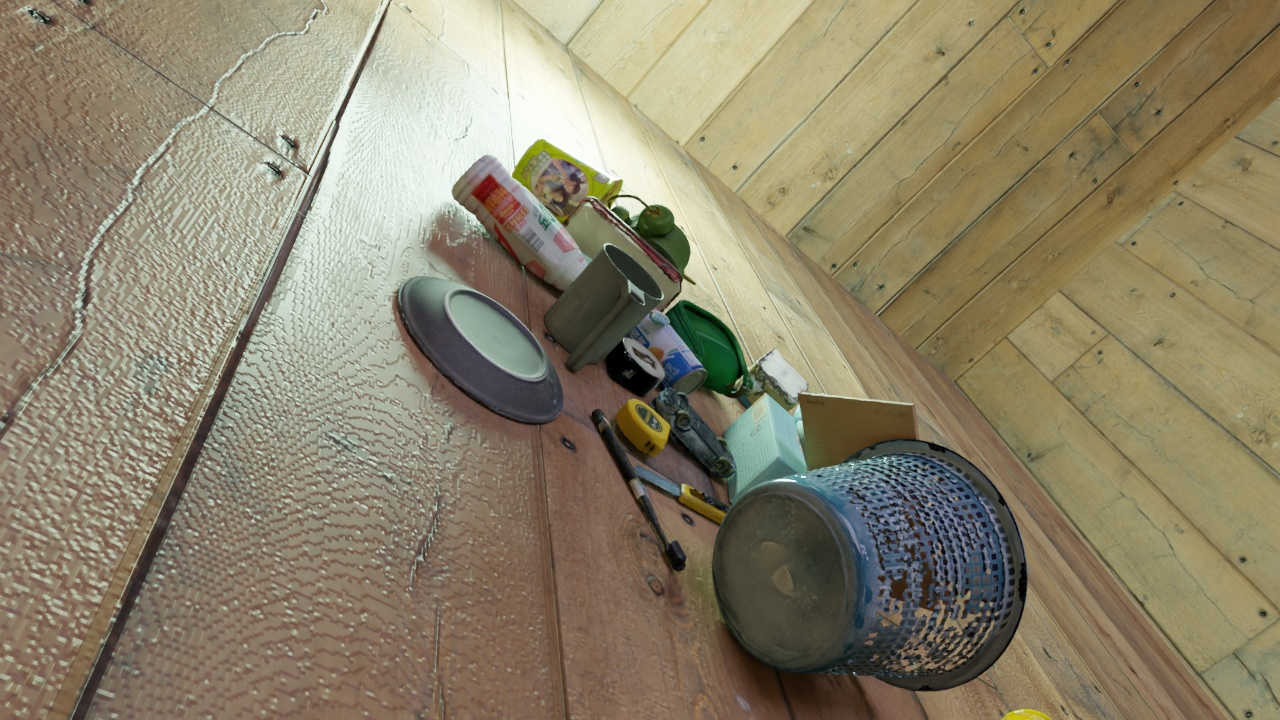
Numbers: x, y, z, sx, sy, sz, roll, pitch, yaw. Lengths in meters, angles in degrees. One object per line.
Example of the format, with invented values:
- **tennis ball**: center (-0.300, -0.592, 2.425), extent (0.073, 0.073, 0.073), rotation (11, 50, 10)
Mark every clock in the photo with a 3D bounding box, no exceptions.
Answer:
- **clock**: center (0.006, -0.156, 1.233), extent (0.056, 0.116, 0.161), rotation (-60, 138, -34)

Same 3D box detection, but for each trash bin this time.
- **trash bin**: center (0.176, 0.176, 0.781), extent (0.194, 0.227, 0.226), rotation (7, 39, -42)

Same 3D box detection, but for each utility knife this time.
- **utility knife**: center (0.070, 0.144, 0.896), extent (0.215, 0.015, 0.033), rotation (32, 19, -33)

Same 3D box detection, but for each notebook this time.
- **notebook**: center (0.230, 0.137, 0.926), extent (0.012, 0.211, 0.150), rotation (-17, 12, -32)

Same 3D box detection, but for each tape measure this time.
- **tape measure**: center (0.001, 0.067, 0.899), extent (0.057, 0.029, 0.060), rotation (43, 18, -7)
- **tape measure**: center (-0.006, 0.006, 1.015), extent (0.066, 0.034, 0.065), rotation (34, 22, -28)

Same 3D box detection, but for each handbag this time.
- **handbag**: center (0.080, -0.010, 1.181), extent (0.131, 0.068, 0.120), rotation (22, 29, -49)

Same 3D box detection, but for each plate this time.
- **plate**: center (-0.132, -0.018, 0.808), extent (0.179, 0.024, 0.179), rotation (39, 18, -16)

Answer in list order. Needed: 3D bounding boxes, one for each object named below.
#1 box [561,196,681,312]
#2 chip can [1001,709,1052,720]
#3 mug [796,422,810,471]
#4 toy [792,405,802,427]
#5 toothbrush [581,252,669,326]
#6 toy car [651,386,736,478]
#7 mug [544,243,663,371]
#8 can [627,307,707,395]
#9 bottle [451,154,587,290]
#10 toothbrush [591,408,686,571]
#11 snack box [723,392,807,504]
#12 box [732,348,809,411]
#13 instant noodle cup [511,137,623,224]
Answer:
- **box**: center (-0.030, -0.122, 1.155), extent (0.168, 0.091, 0.076), rotation (40, 16, -12)
- **chip can**: center (0.355, 0.387, 0.880), extent (0.213, 0.072, 0.072), rotation (17, 32, -56)
- **mug**: center (0.209, 0.130, 1.082), extent (0.082, 0.106, 0.111), rotation (27, 24, -45)
- **toy**: center (0.227, 0.112, 1.227), extent (0.161, 0.050, 0.156), rotation (61, 23, -49)
- **toothbrush**: center (-0.059, -0.105, 1.089), extent (0.224, 0.027, 0.027), rotation (34, 28, 9)
- **toy car**: center (0.058, 0.080, 0.985), extent (0.120, 0.037, 0.054), rotation (46, 16, -17)
- **mug**: center (-0.039, -0.050, 0.952), extent (0.083, 0.103, 0.123), rotation (38, 20, -18)
- **can**: center (0.020, -0.019, 1.094), extent (0.134, 0.053, 0.053), rotation (53, 20, 26)
- **bottle**: center (-0.124, -0.144, 1.046), extent (0.197, 0.068, 0.068), rotation (44, 18, -9)
- **toothbrush**: center (-0.003, 0.108, 0.815), extent (0.012, 0.017, 0.185), rotation (-12, 47, -24)
- **snack box**: center (0.139, 0.108, 1.032), extent (0.051, 0.074, 0.174), rotation (40, 18, -12)
- **box**: center (0.193, 0.037, 1.342), extent (0.090, 0.061, 0.184), rotation (47, 16, 8)
- **instant noodle cup**: center (-0.104, -0.235, 1.238), extent (0.123, 0.112, 0.111), rotation (38, 18, 3)
